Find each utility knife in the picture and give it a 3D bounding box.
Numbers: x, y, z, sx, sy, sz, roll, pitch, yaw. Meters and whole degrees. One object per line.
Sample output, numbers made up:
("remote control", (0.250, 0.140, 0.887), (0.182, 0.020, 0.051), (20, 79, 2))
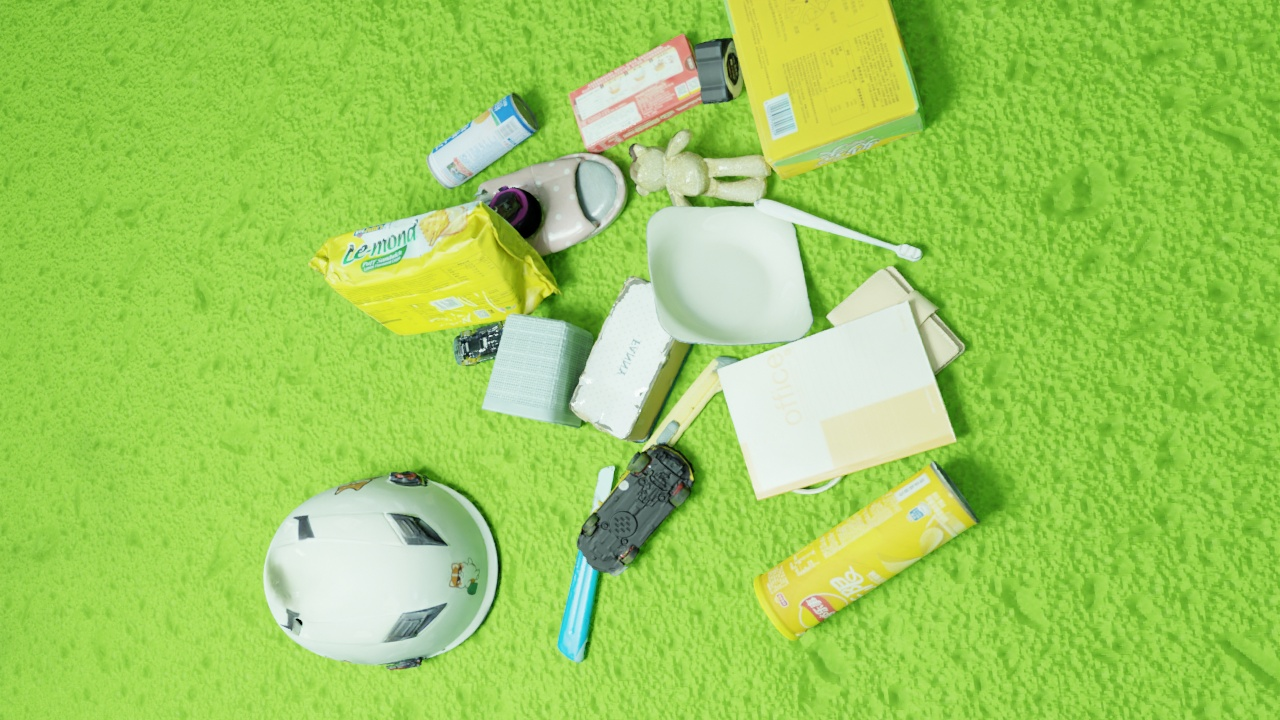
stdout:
("utility knife", (-0.057, 0.222, 1.014), (0.034, 0.018, 0.218), (12, 91, 25))
("utility knife", (0.034, 0.079, 0.998), (0.031, 0.022, 0.216), (42, 105, 23))

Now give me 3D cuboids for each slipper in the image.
("slipper", (-0.144, -0.167, 1.072), (0.275, 0.054, 0.114), (-16, 78, 21))

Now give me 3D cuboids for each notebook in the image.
("notebook", (0.190, 0.043, 0.916), (0.207, 0.010, 0.145), (-20, 78, 21))

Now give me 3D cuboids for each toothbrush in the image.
("toothbrush", (0.199, -0.135, 0.938), (0.180, 0.016, 0.016), (22, 92, 18))

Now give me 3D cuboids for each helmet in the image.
("helmet", (-0.318, 0.242, 1.047), (0.274, 0.156, 0.230), (-1, 84, 22))

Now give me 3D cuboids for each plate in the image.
("plate", (0.088, -0.084, 0.946), (0.163, 0.034, 0.164), (-1, 66, -10))

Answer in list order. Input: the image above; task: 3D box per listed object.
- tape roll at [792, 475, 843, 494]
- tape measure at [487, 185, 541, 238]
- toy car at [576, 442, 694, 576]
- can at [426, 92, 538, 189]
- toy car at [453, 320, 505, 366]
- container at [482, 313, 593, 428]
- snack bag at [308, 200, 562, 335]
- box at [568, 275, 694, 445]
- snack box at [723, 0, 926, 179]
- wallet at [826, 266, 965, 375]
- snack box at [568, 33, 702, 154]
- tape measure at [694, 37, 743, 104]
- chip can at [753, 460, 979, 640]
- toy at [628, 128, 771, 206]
("tape roll", (0.170, 0.093, 0.937), (0.086, 0.014, 0.085), (-3, 84, 23))
("tape measure", (-0.141, -0.163, 1.018), (0.058, 0.039, 0.057), (-35, 73, 13))
("toy car", (-0.007, 0.158, 0.983), (0.071, 0.041, 0.156), (38, 97, -1))
("can", (-0.190, -0.262, 1.101), (0.135, 0.053, 0.053), (-30, 74, 17))
("toy car", (-0.176, -0.020, 1.080), (0.091, 0.036, 0.043), (-14, 78, 21))
("container", (-0.110, 0.011, 1.023), (0.090, 0.090, 0.111), (9, 85, 23))
("snack bag", (-0.227, -0.093, 1.035), (0.247, 0.158, 0.068), (-8, 61, 25))
("box", (-0.006, 0.006, 0.995), (0.090, 0.062, 0.184), (29, 98, 23))
("snack box", (0.187, -0.312, 0.940), (0.158, 0.070, 0.210), (-17, 78, 20))
("wallet", (0.254, -0.030, 0.910), (0.087, 0.024, 0.115), (-42, 70, 12))
("snack box", (-0.003, -0.300, 1.042), (0.153, 0.025, 0.075), (-22, 76, 19))
("tape measure", (0.086, -0.311, 0.985), (0.034, 0.065, 0.066), (2, 112, 26))
("chip can", (0.212, 0.183, 0.879), (0.214, 0.072, 0.072), (-38, 72, 14))
("toy", (0.064, -0.203, 0.991), (0.157, 0.066, 0.105), (9, 130, 19))
